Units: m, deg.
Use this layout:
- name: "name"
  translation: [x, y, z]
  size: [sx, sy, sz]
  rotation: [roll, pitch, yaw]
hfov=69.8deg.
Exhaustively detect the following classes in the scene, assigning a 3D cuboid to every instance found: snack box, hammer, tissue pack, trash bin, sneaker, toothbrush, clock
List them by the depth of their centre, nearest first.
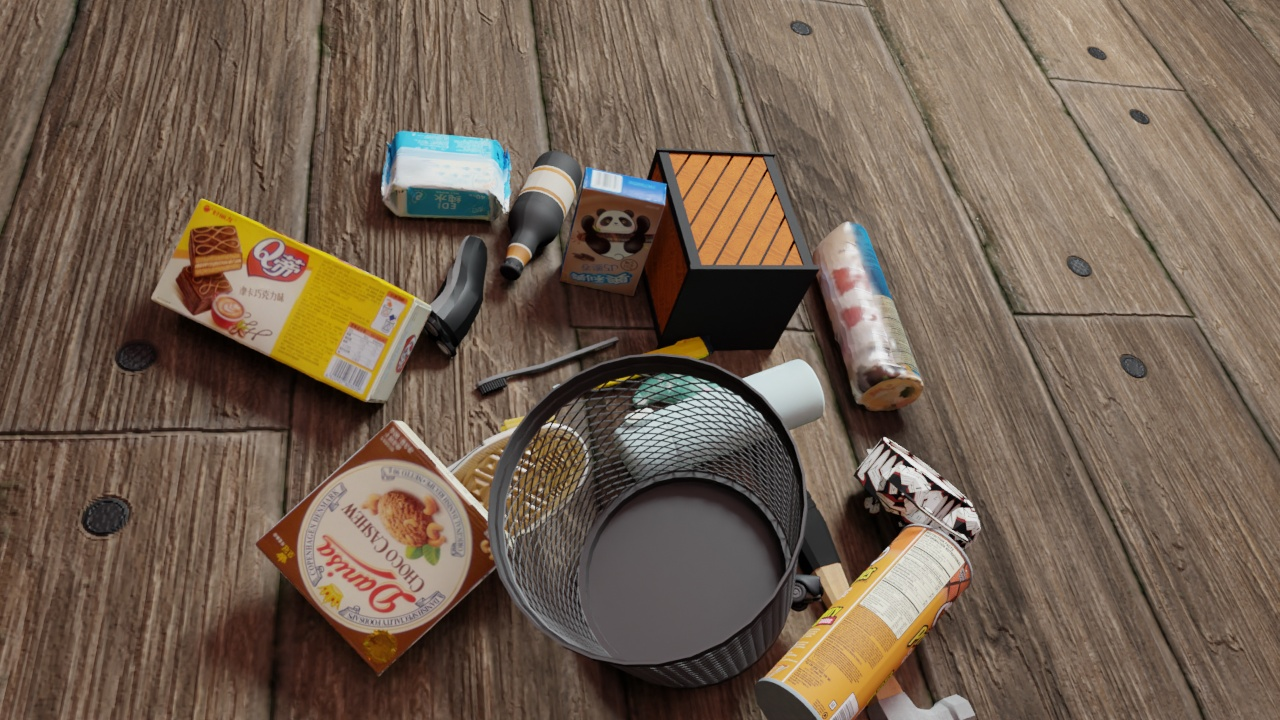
- name: "trash bin"
  translation: [0.021, 0.143, 0.717]
  size: [0.218, 0.227, 0.217]
  rotation: [-5, 62, 9]
- name: "snack box"
  translation: [-0.201, 0.148, 0.736]
  size: [0.147, 0.041, 0.143]
  rotation: [-43, 90, -6]
- name: "sneaker"
  translation: [-0.158, 0.127, 0.807]
  size: [0.241, 0.088, 0.118]
  rotation: [-23, 87, -6]
- name: "hammer"
  translation: [0.181, 0.212, 0.869]
  size: [0.131, 0.039, 0.327]
  rotation: [-10, 58, -20]
- name: "snack box"
  translation: [-0.329, -0.056, 0.876]
  size: [0.230, 0.061, 0.110]
  rotation: [25, 88, 4]
- name: "clock"
  translation: [0.266, 0.139, 0.892]
  size: [0.114, 0.065, 0.154]
  rotation: [34, 10, -9]
- name: "toothbrush"
  translation: [-0.094, 0.003, 0.960]
  size: [0.167, 0.013, 0.013]
  rotation: [-21, 71, -27]
- name: "snack box"
  translation: [-0.032, -0.135, 0.990]
  size: [0.087, 0.152, 0.034]
  rotation: [11, 53, -8]
- name: "trash bin"
  translation: [0.085, -0.121, 1.019]
  size: [0.139, 0.140, 0.171]
  rotation: [-2, 55, -17]
- name: "tissue pack"
  translation: [-0.219, -0.208, 1.048]
  size: [0.144, 0.062, 0.092]
  rotation: [1, 56, -11]

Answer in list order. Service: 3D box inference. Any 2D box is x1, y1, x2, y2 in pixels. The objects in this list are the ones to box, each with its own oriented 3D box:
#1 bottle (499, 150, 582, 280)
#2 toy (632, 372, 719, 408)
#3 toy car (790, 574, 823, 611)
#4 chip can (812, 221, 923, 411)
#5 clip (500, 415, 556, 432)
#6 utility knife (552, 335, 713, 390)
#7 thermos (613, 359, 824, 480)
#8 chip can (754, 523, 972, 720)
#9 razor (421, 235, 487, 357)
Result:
- name: "bottle"
  translation: [-0.119, -0.161, 1.043]
  size: [0.059, 0.059, 0.181]
  rotation: [19, 52, -1]
- name: "toy"
  translation: [0.053, 0.048, 0.958]
  size: [0.105, 0.033, 0.084]
  rotation: [42, 66, 14]
- name: "toy car"
  translation: [0.108, 0.207, 0.825]
  size: [0.112, 0.046, 0.034]
  rotation: [-7, 62, 11]
- name: "chip can"
  translation: [0.256, -0.054, 1.060]
  size: [0.079, 0.080, 0.229]
  rotation: [1, 54, -15]
- name: "clip"
  translation: [-0.106, 0.073, 0.896]
  size: [0.054, 0.045, 0.049]
  rotation: [-9, 33, -23]
- name: "utility knife"
  translation: [-0.006, 0.006, 0.968]
  size: [0.178, 0.017, 0.030]
  rotation: [-15, 47, -16]
- name: "thermos"
  translation: [0.076, 0.061, 0.904]
  size: [0.206, 0.078, 0.065]
  rotation: [-19, 26, -13]
- name: "chip can"
  translation: [0.195, 0.233, 0.786]
  size: [0.214, 0.075, 0.075]
  rotation: [-35, 70, -31]
- name: "razor"
  translation: [-0.191, -0.076, 0.970]
  size: [0.060, 0.057, 0.155]
  rotation: [0, 48, 25]
